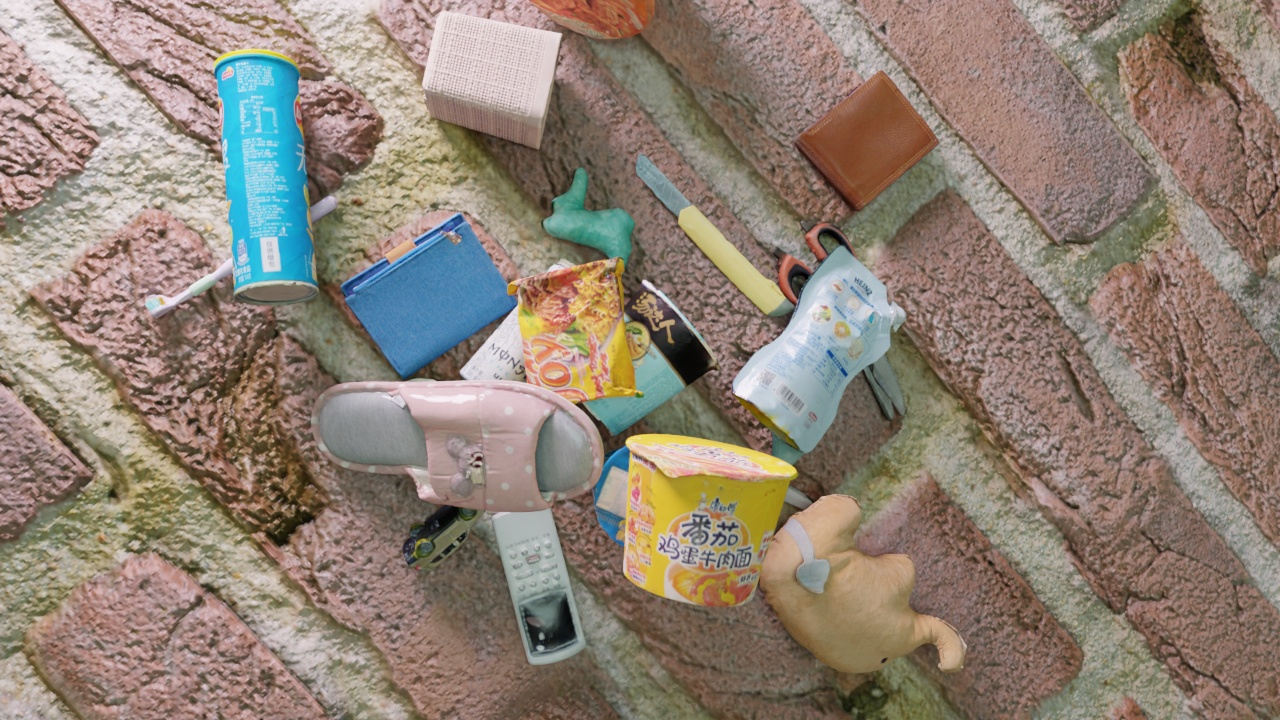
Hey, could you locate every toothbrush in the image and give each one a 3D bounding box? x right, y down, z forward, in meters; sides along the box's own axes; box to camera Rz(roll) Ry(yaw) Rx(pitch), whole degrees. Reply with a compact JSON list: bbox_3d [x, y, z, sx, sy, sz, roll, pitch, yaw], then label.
[{"bbox_3d":[-0.358,-0.097,0.831,0.189,0.029,0.021,-35,135,-12],"label":"toothbrush"}]

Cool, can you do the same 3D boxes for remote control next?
[{"bbox_3d":[-0.096,0.211,0.869,0.058,0.021,0.150,-15,90,-11],"label":"remote control"}]

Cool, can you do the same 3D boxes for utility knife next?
[{"bbox_3d":[0.071,-0.121,0.915,0.031,0.022,0.219,-44,103,9],"label":"utility knife"}]

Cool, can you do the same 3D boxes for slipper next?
[{"bbox_3d":[-0.165,0.071,0.789,0.275,0.054,0.114,6,109,14],"label":"slipper"}]

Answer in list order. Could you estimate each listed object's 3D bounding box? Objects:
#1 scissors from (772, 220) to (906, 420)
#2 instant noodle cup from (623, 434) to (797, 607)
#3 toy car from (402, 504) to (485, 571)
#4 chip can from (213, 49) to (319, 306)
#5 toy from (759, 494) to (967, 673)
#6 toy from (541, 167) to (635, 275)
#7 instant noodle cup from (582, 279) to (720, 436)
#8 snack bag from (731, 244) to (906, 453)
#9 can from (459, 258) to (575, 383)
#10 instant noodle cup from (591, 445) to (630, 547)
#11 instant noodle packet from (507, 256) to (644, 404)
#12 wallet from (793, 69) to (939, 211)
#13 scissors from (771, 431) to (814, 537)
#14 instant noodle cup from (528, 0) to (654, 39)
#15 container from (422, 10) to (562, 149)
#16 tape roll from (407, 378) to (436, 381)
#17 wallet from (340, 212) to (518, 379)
[{"bbox_3d":[0.206,-0.033,0.942,0.192,0.015,0.206,10,86,-12],"label":"scissors"},{"bbox_3d":[0.047,0.127,0.737,0.138,0.138,0.110,10,95,-11],"label":"instant noodle cup"},{"bbox_3d":[-0.178,0.154,0.845,0.090,0.042,0.035,-43,118,-5],"label":"toy car"},{"bbox_3d":[-0.325,-0.157,0.800,0.071,0.071,0.210,-7,82,-12],"label":"chip can"},{"bbox_3d":[0.214,0.241,0.900,0.143,0.082,0.226,-45,99,-1],"label":"toy"},{"bbox_3d":[-0.048,-0.136,0.889,0.092,0.030,0.096,14,79,-13],"label":"toy"},{"bbox_3d":[-0.005,0.005,0.856,0.120,0.111,0.111,-41,96,-3],"label":"instant noodle cup"},{"bbox_3d":[0.181,-0.011,0.909,0.110,0.039,0.190,39,79,-3],"label":"snack bag"},{"bbox_3d":[-0.101,-0.023,0.858,0.058,0.058,0.146,41,81,-7],"label":"can"},{"bbox_3d":[-0.002,0.119,0.846,0.099,0.110,0.099,0,88,-12],"label":"instant noodle cup"},{"bbox_3d":[-0.059,-0.018,0.800,0.111,0.044,0.128,-10,84,14],"label":"instant noodle packet"},{"bbox_3d":[0.234,-0.227,0.949,0.124,0.032,0.101,-41,93,-11],"label":"wallet"},{"bbox_3d":[0.099,0.095,0.914,0.179,0.019,0.170,1,88,-12],"label":"scissors"},{"bbox_3d":[-0.037,-0.391,0.847,0.151,0.152,0.111,26,75,-9],"label":"instant noodle cup"},{"bbox_3d":[-0.137,-0.259,0.847,0.111,0.090,0.090,12,85,-7],"label":"container"},{"bbox_3d":[-0.205,0.060,0.857,0.085,0.014,0.086,0,88,-11],"label":"tape roll"},{"bbox_3d":[-0.195,-0.061,0.852,0.133,0.040,0.106,-35,103,-11],"label":"wallet"}]
